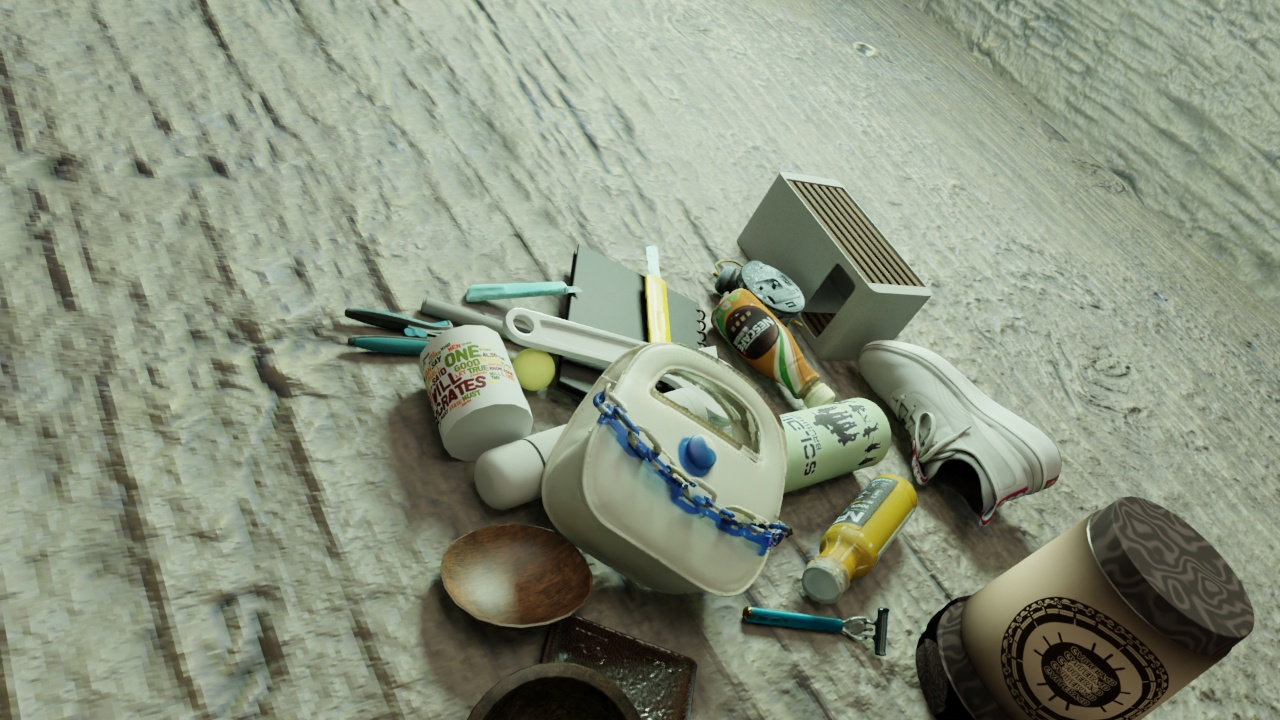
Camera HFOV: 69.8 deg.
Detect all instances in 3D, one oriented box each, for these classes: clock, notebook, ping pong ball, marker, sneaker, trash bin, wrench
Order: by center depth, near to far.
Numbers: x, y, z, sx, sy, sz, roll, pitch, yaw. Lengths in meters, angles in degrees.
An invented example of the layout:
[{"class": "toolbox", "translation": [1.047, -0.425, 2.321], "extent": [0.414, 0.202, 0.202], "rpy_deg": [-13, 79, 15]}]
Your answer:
[{"class": "ping pong ball", "translation": [-0.100, 0.008, 0.855], "extent": [0.040, 0.040, 0.040], "rpy_deg": [19, 38, -16]}, {"class": "wrench", "translation": [-0.005, 0.005, 0.887], "extent": [0.273, 0.018, 0.086], "rpy_deg": [14, 52, -28]}, {"class": "marker", "translation": [-0.144, -0.033, 0.893], "extent": [0.140, 0.016, 0.016], "rpy_deg": [18, 39, -18]}, {"class": "notebook", "translation": [-0.002, -0.018, 0.961], "extent": [0.169, 0.019, 0.231], "rpy_deg": [25, 37, -18]}, {"class": "sneaker", "translation": [0.336, 0.080, 1.055], "extent": [0.128, 0.097, 0.263], "rpy_deg": [-32, 57, -25]}, {"class": "clock", "translation": [0.143, -0.084, 1.124], "extent": [0.090, 0.052, 0.129], "rpy_deg": [-15, 58, -45]}, {"class": "trash bin", "translation": [0.245, -0.123, 1.189], "extent": [0.114, 0.115, 0.228], "rpy_deg": [0, 47, -36]}]

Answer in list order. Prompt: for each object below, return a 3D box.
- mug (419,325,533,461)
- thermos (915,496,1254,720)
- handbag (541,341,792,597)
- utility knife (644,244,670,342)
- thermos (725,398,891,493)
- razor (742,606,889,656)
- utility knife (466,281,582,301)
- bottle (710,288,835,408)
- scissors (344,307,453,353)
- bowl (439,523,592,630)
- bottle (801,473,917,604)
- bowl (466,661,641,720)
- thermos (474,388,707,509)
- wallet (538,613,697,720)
[{"class": "mug", "translation": [-0.132, 0.032, 0.788], "extent": [0.105, 0.074, 0.089], "rpy_deg": [30, 27, -50]}, {"class": "thermos", "translation": [0.369, 0.233, 0.773], "extent": [0.172, 0.227, 0.172], "rpy_deg": [19, 38, -16]}, {"class": "handbag", "translation": [0.038, 0.080, 0.749], "extent": [0.200, 0.093, 0.199], "rpy_deg": [33, 63, -19]}, {"class": "utility knife", "translation": [0.019, -0.063, 0.996], "extent": [0.030, 0.018, 0.206], "rpy_deg": [25, 41, -26]}, {"class": "thermos", "translation": [0.150, 0.088, 0.914], "extent": [0.230, 0.083, 0.082], "rpy_deg": [-9, 52, -41]}, {"class": "razor", "translation": [0.153, 0.229, 0.801], "extent": [0.143, 0.022, 0.042], "rpy_deg": [12, 77, -18]}, {"class": "utility knife", "translation": [-0.118, -0.072, 0.932], "extent": [0.119, 0.015, 0.022], "rpy_deg": [-5, 43, -16]}, {"class": "bottle", "translation": [0.151, -0.008, 1.037], "extent": [0.059, 0.059, 0.167], "rpy_deg": [-19, 60, -46]}, {"class": "scissors", "translation": [-0.198, -0.019, 0.835], "extent": [0.132, 0.019, 0.147], "rpy_deg": [37, 35, 3]}, {"class": "bowl", "translation": [-0.094, 0.167, 0.684], "extent": [0.114, 0.026, 0.102], "rpy_deg": [-4, 36, -33]}, {"class": "bottle", "translation": [0.210, 0.169, 0.881], "extent": [0.053, 0.053, 0.185], "rpy_deg": [43, 38, 14]}, {"class": "bowl", "translation": [-0.058, 0.255, 0.577], "extent": [0.121, 0.056, 0.121], "rpy_deg": [6, 67, -13]}, {"class": "thermos", "translation": [-0.039, 0.075, 0.796], "extent": [0.223, 0.052, 0.052], "rpy_deg": [-16, 57, -37]}, {"class": "wallet", "translation": [-0.018, 0.239, 0.659], "extent": [0.120, 0.031, 0.099], "rpy_deg": [24, 35, -6]}]
